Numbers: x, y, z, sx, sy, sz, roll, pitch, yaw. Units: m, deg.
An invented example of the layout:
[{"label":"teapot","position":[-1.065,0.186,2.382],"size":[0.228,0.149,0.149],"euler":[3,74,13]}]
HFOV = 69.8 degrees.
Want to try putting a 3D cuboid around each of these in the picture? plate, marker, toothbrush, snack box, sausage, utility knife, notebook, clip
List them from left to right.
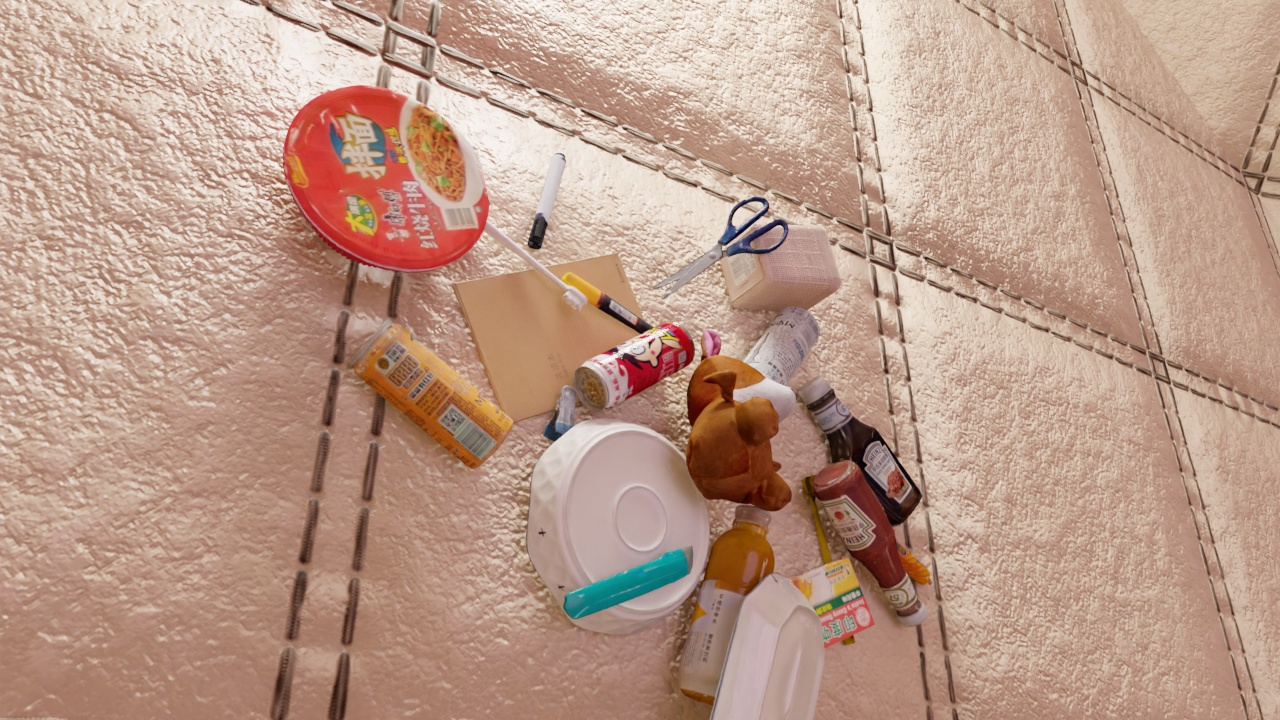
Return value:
[{"label":"toothbrush","position":[-0.129,-0.111,0.936],"size":[0.180,0.016,0.016],"euler":[38,52,-4]},{"label":"marker","position":[-0.100,-0.176,0.998],"size":[0.018,0.023,0.130],"euler":[22,58,-18]},{"label":"clip","position":[-0.074,0.051,0.900],"size":[0.027,0.045,0.058],"euler":[26,57,-26]},{"label":"notebook","position":[-0.077,-0.029,0.950],"size":[0.211,0.012,0.149],"euler":[-16,80,-39]},{"label":"marker","position":[-0.033,-0.057,0.978],"size":[0.123,0.015,0.018],"euler":[31,56,-25]},{"label":"plate","position":[-0.012,0.152,0.869],"size":[0.204,0.046,0.204],"euler":[14,68,-36]},{"label":"utility knife","position":[-0.007,0.197,0.819],"size":[0.151,0.013,0.029],"euler":[-11,80,-39]},{"label":"plate","position":[0.117,0.330,0.834],"size":[0.162,0.034,0.265],"euler":[43,58,-46]},{"label":"snack box","position":[0.170,0.266,0.962],"size":[0.155,0.027,0.077],"euler":[-12,76,-32]},{"label":"toothbrush","position":[0.213,0.221,1.030],"size":[0.015,0.017,0.190],"euler":[3,67,-36]},{"label":"sausage","position":[0.289,0.214,1.084],"size":[0.165,0.022,0.021],"euler":[42,50,-12]}]

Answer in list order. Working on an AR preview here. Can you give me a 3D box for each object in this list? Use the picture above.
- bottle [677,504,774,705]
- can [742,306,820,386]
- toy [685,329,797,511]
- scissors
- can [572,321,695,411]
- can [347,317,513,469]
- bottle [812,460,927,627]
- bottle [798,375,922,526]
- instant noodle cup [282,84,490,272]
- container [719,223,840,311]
[{"label":"bottle","position":[0.088,0.233,0.885],"size":[0.068,0.068,0.189],"euler":[28,64,-22]},{"label":"can","position":[0.157,-0.002,1.071],"size":[0.058,0.058,0.146],"euler":[47,50,-7]},{"label":"toy","position":[0.100,0.057,0.931],"size":[0.130,0.199,0.140],"euler":[-11,113,-2]},{"label":"scissors","position":[0.085,-0.133,1.057],"size":[0.174,0.012,0.124],"euler":[-9,69,4]},{"label":"can","position":[-0.006,0.006,0.943],"size":[0.132,0.053,0.053],"euler":[-27,85,-40]},{"label":"can","position":[-0.184,0.030,0.812],"size":[0.146,0.058,0.058],"euler":[42,50,-12]},{"label":"bottle","position":[0.264,0.211,1.037],"size":[0.059,0.060,0.206],"euler":[-39,104,-41]},{"label":"bottle","position":[0.259,0.106,1.103],"size":[0.079,0.044,0.195],"euler":[-36,90,-42]},{"label":"instant noodle cup","position":[-0.241,-0.157,0.860],"size":[0.193,0.066,0.193],"euler":[15,60,-28]},{"label":"container","position":[0.165,-0.112,1.113],"size":[0.110,0.090,0.090],"euler":[0,68,-33]}]
